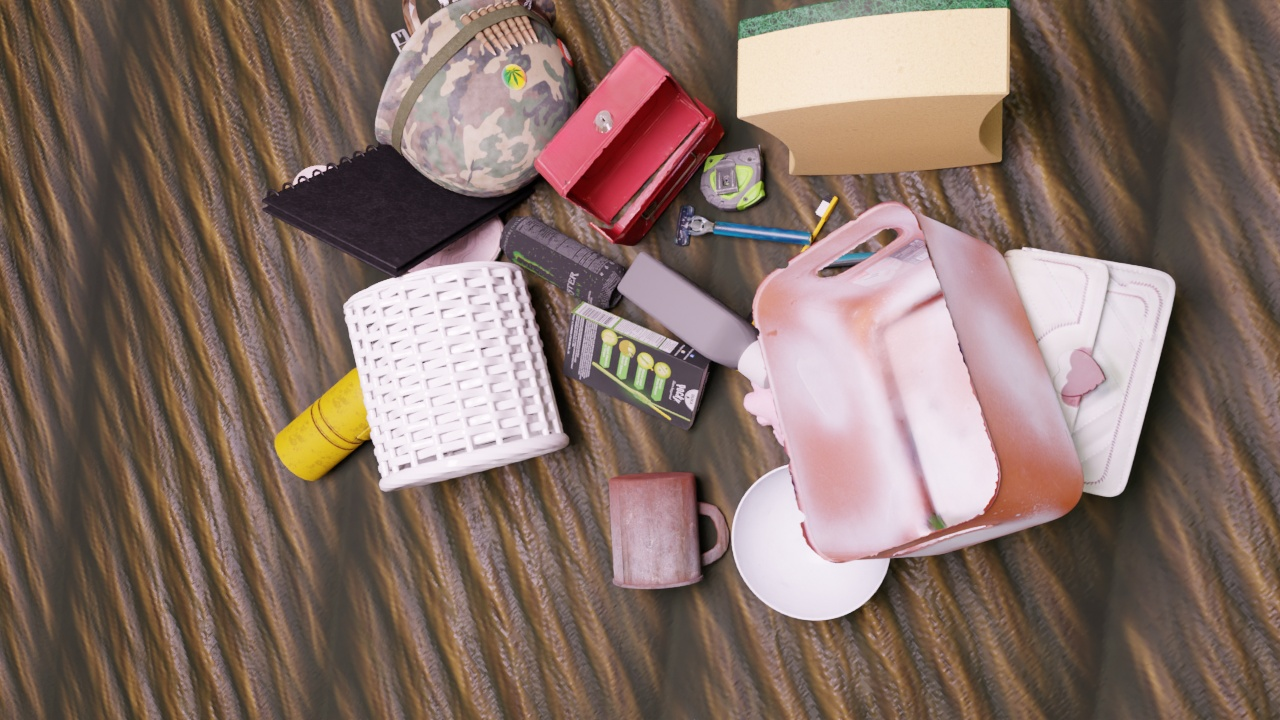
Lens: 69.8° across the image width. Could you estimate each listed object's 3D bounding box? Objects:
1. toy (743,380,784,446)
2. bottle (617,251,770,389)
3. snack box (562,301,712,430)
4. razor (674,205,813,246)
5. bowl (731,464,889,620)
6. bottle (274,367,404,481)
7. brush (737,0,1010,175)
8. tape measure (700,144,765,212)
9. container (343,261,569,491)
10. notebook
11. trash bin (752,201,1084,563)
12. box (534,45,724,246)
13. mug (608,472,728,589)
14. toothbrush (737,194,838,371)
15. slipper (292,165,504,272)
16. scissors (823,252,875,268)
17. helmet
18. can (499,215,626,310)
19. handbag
[{"bbox_3d":[0.148,0.043,0.890,0.096,0.052,0.099,19,97,9],"label":"toy"},{"bbox_3d":[0.065,-0.034,0.876,0.174,0.083,0.046,39,100,31],"label":"bottle"},{"bbox_3d":[-0.006,0.005,0.931,0.147,0.025,0.080,24,129,15],"label":"snack box"},{"bbox_3d":[0.101,-0.129,0.915,0.144,0.022,0.042,10,93,25],"label":"razor"},{"bbox_3d":[0.165,0.166,0.873,0.144,0.074,0.144,0,89,16],"label":"bowl"},{"bbox_3d":[-0.323,0.060,1.023,0.164,0.071,0.071,-38,79,13],"label":"bottle"},{"bbox_3d":[0.203,-0.222,0.775,0.195,0.249,0.075,0,89,20],"label":"brush"},{"bbox_3d":[0.092,-0.180,0.919,0.066,0.035,0.058,-9,87,16],"label":"tape measure"},{"bbox_3d":[-0.185,0.018,0.920,0.189,0.189,0.186,-16,84,16],"label":"container"},{"bbox_3d":[-0.239,-0.170,0.932,0.169,0.230,0.019,26,130,15],"label":"notebook"},{"bbox_3d":[0.228,0.028,0.764,0.182,0.157,0.259,-34,57,43],"label":"trash bin"},{"bbox_3d":[-0.008,-0.205,0.903,0.117,0.135,0.157,41,99,9],"label":"box"},{"bbox_3d":[0.030,0.165,0.915,0.122,0.096,0.110,-3,92,-20],"label":"mug"},{"bbox_3d":[0.143,-0.076,0.909,0.031,0.031,0.197,32,93,20],"label":"toothbrush"},{"bbox_3d":[-0.264,-0.151,1.011,0.239,0.064,0.094,16,98,3],"label":"slipper"},{"bbox_3d":[0.234,-0.089,0.885,0.151,0.019,0.130,35,100,15],"label":"scissors"},{"bbox_3d":[-0.169,-0.285,0.917,0.236,0.193,0.223,37,70,-1],"label":"helmet"},{"bbox_3d":[-0.080,-0.103,0.960,0.138,0.054,0.054,30,97,15],"label":"can"},{"bbox_3d":[0.367,0.009,0.805,0.142,0.096,0.198,12,95,17],"label":"handbag"}]
